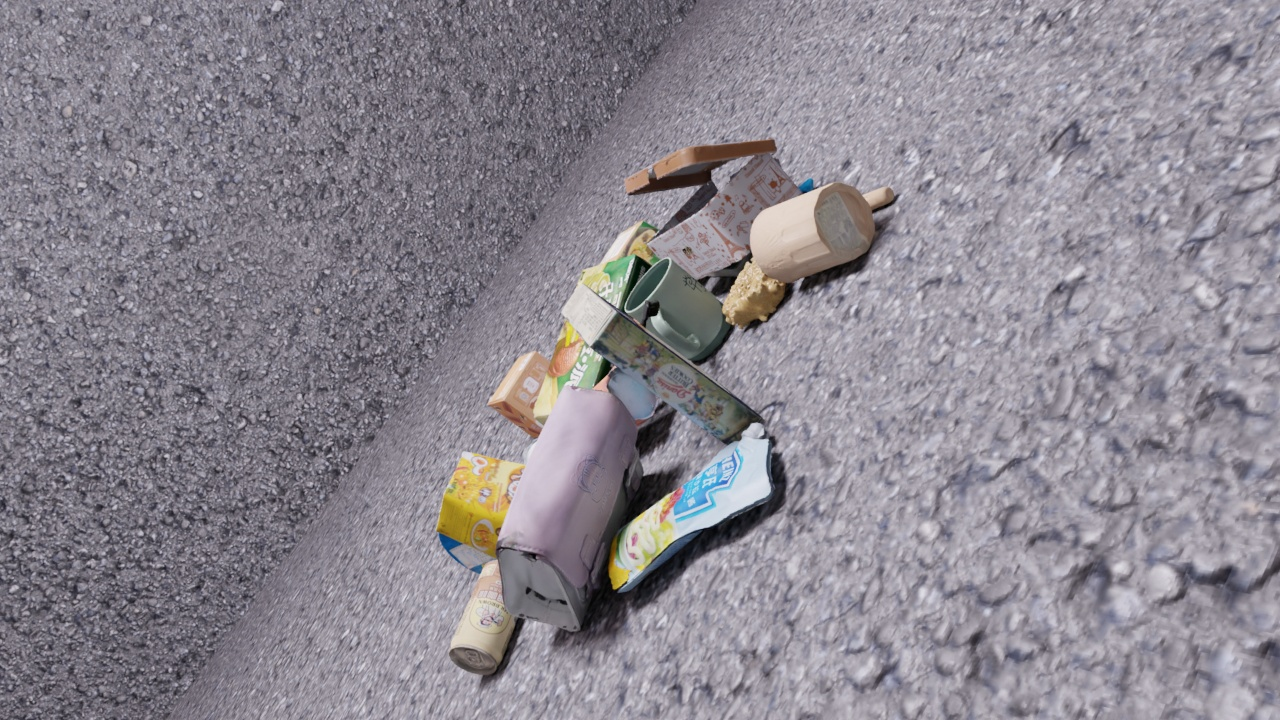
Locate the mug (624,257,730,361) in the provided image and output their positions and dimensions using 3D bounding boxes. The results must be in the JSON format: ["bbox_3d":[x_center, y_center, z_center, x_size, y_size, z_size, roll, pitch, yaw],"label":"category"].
[{"bbox_3d":[0.046,-0.050,1.070,0.082,0.106,0.111,-42,19,25],"label":"mug"}]

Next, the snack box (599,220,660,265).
[{"bbox_3d":[0.007,-0.140,1.350,0.117,0.105,0.118,-58,19,-22],"label":"snack box"}]

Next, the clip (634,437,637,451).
[{"bbox_3d":[-0.013,0.102,1.073,0.024,0.028,0.056,-42,9,9],"label":"clip"}]

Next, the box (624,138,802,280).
[{"bbox_3d":[0.080,-0.210,1.129,0.148,0.158,0.182,-49,12,-19],"label":"box"}]

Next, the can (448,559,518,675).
[{"bbox_3d":[-0.165,0.283,1.017,0.059,0.058,0.116,-37,22,39],"label":"can"}]

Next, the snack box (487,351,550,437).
[{"bbox_3d":[-0.163,0.054,1.408,0.092,0.094,0.077,-59,19,-23],"label":"snack box"}]

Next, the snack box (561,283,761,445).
[{"bbox_3d":[0.014,0.002,0.918,0.046,0.182,0.178,-53,17,2],"label":"snack box"}]

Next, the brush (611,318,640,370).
[{"bbox_3d":[0.015,-0.019,1.147,0.145,0.073,0.063,-59,19,-17],"label":"brush"}]

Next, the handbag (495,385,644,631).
[{"bbox_3d":[-0.067,0.144,0.910,0.098,0.145,0.196,7,49,19],"label":"handbag"}]

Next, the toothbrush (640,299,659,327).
[{"bbox_3d":[-0.006,0.006,1.062,0.213,0.027,0.026,105,152,-47],"label":"toothbrush"}]

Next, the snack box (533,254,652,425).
[{"bbox_3d":[-0.054,-0.020,1.227,0.115,0.063,0.239,-10,55,46],"label":"snack box"}]

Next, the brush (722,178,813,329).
[{"bbox_3d":[0.161,-0.132,1.074,0.083,0.046,0.253,-36,19,50],"label":"brush"}]

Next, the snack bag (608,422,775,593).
[{"bbox_3d":[0.047,0.132,0.825,0.191,0.039,0.110,-42,9,27],"label":"snack bag"}]

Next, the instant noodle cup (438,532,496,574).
[{"bbox_3d":[-0.191,0.206,1.194,0.099,0.099,0.109,-33,17,46],"label":"instant noodle cup"}]

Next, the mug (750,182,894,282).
[{"bbox_3d":[0.192,-0.140,0.956,0.124,0.084,0.104,-30,8,-28],"label":"mug"}]

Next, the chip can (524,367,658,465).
[{"bbox_3d":[-0.062,0.084,1.094,0.215,0.071,0.071,-43,18,46],"label":"chip can"}]

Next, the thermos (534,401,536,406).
[{"bbox_3d":[-0.074,0.005,1.340,0.198,0.067,0.087,-54,2,-3],"label":"thermos"}]

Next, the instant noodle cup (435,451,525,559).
[{"bbox_3d":[-0.167,0.173,1.082,0.116,0.123,0.116,-74,4,-50],"label":"instant noodle cup"}]

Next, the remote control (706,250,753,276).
[{"bbox_3d":[0.119,-0.136,1.206,0.056,0.019,0.135,-54,17,-6],"label":"remote control"}]
